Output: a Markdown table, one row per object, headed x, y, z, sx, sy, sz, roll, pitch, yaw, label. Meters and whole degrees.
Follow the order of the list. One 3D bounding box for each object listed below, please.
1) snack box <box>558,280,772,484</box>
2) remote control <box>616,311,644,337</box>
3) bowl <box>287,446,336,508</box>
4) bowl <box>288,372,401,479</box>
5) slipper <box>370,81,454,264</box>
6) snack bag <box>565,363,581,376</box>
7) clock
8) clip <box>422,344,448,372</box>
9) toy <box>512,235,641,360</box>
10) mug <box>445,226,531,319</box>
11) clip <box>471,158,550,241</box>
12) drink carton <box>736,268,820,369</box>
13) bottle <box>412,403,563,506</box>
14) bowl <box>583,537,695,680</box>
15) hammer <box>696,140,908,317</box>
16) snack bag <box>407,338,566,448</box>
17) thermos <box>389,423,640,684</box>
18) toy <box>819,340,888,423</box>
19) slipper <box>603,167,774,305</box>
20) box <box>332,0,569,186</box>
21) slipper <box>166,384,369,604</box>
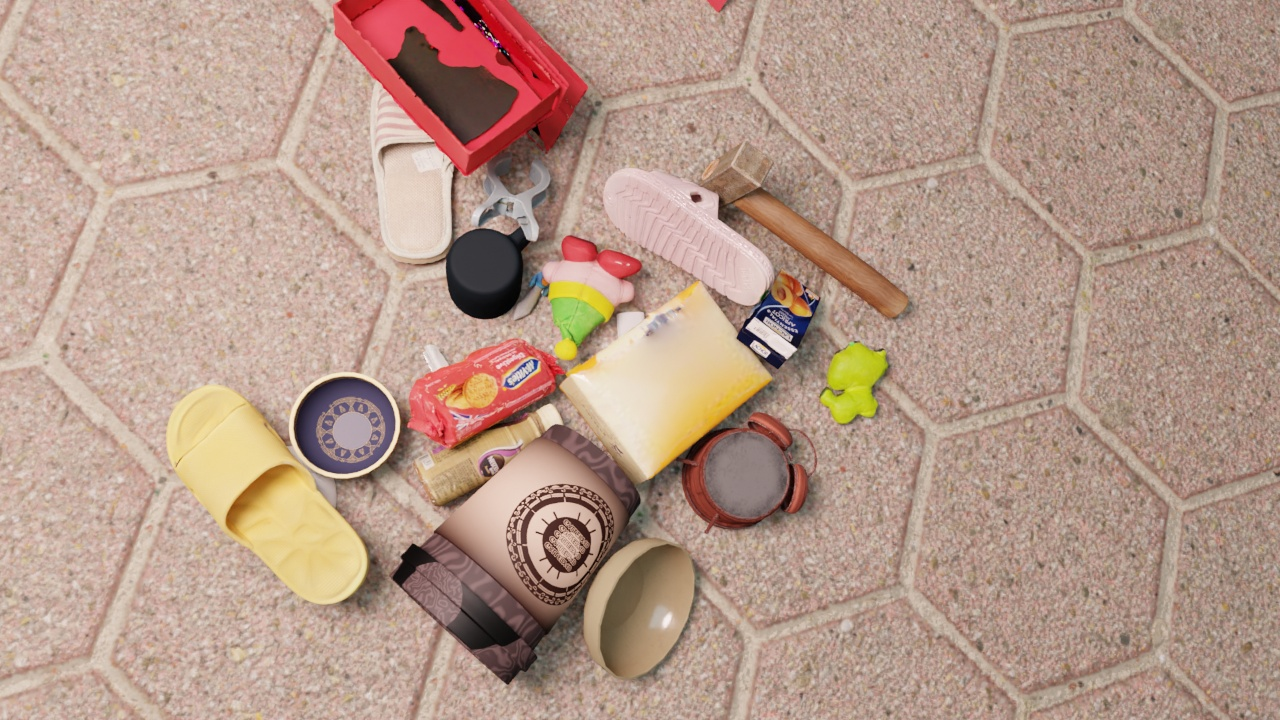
| x | y | z | sx | sy | sz | roll | pitch | yaw | label |
| --- | --- | --- | --- | --- | --- | --- | --- | --- | --- |
| 0.031 | 0.022 | 1.032 | 0.195 | 0.081 | 0.145 | -37 | 89 | -21 | snack box |
| -0.006 | 0.006 | 1.077 | 0.033 | 0.012 | 0.130 | -3 | 79 | -10 | remote control |
| -0.384 | 0.145 | 0.970 | 0.114 | 0.051 | 0.114 | 2 | 79 | -9 | bowl |
| -0.314 | 0.073 | 0.990 | 0.112 | 0.061 | 0.112 | 2 | 79 | -9 | bowl |
| -0.257 | -0.243 | 1.065 | 0.115 | 0.052 | 0.262 | -1 | 78 | -8 | slipper |
| -0.049 | 0.048 | 1.059 | 0.026 | 0.020 | 0.099 | -36 | 87 | -15 | snack bag |
| 0.125 | 0.126 | 1.044 | 0.157 | 0.072 | 0.120 | -20 | 83 | -11 | clock |
| -0.203 | 0.024 | 1.031 | 0.056 | 0.056 | 0.102 | -27 | 85 | 11 | clip |
| -0.074 | -0.072 | 1.047 | 0.124 | 0.096 | 0.131 | 20 | 100 | -2 | toy |
| -0.162 | -0.111 | 1.033 | 0.085 | 0.095 | 0.121 | 44 | 76 | 1 | mug |
| -0.161 | -0.192 | 1.035 | 0.112 | 0.028 | 0.162 | 11 | 36 | -10 | clip |
| 0.161 | -0.050 | 1.065 | 0.064 | 0.040 | 0.129 | 36 | 38 | 0 | drink carton |
| -0.164 | 0.098 | 1.010 | 0.166 | 0.060 | 0.059 | -28 | 84 | -14 | bottle |
| -0.009 | 0.258 | 0.982 | 0.152 | 0.050 | 0.152 | -18 | 115 | -44 | bowl |
| 0.198 | -0.140 | 1.094 | 0.300 | 0.158 | 0.037 | 33 | 75 | -15 | hammer |
| -0.170 | 0.030 | 0.992 | 0.176 | 0.083 | 0.082 | -30 | 85 | -35 | snack bag |
| -0.120 | 0.190 | 0.950 | 0.172 | 0.173 | 0.225 | 42 | 70 | 1 | thermos |
| 0.258 | 0.025 | 1.105 | 0.094 | 0.036 | 0.093 | -17 | 87 | -5 | toy |
| 0.062 | -0.155 | 1.061 | 0.239 | 0.094 | 0.064 | 36 | 54 | 18 | slipper |
| -0.148 | -0.352 | 0.865 | 0.197 | 0.352 | 0.217 | -43 | 92 | -24 | box |
| -0.375 | 0.135 | 0.907 | 0.099 | 0.078 | 0.263 | -43 | 89 | -12 | slipper |
